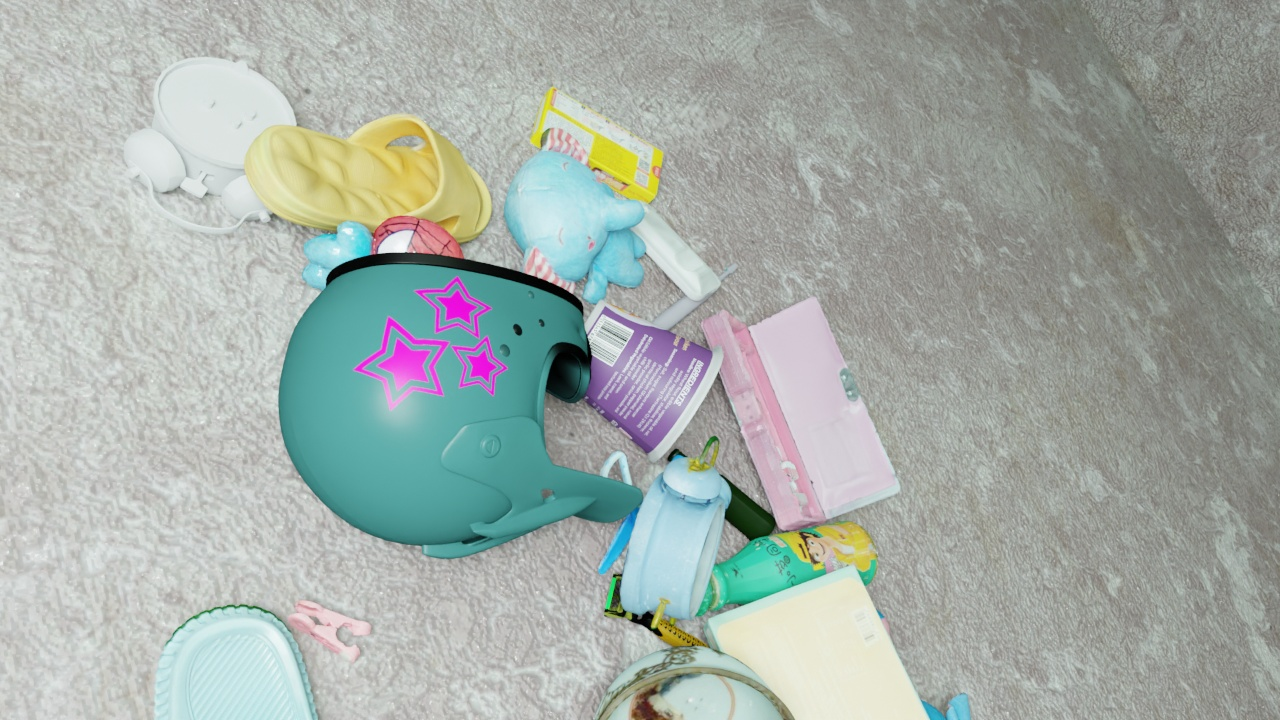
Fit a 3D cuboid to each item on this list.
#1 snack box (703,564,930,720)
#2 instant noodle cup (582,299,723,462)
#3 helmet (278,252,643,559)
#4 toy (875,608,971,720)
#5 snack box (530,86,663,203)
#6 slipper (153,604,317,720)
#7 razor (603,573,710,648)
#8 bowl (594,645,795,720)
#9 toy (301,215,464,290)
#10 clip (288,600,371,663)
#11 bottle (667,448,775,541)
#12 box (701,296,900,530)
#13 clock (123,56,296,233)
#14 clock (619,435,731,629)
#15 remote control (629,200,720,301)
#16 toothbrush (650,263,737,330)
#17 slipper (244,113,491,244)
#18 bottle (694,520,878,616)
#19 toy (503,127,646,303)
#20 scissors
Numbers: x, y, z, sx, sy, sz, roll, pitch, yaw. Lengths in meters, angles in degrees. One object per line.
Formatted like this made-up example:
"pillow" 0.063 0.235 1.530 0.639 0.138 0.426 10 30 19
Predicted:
"snack box" 0.154 0.285 0.762 0.141 0.044 0.193 -17 65 -12
"instant noodle cup" -0.005 0.005 0.852 0.122 0.122 0.136 33 57 -4
"helmet" -0.128 0.046 0.685 0.274 0.177 0.200 11 71 -42
"toy" 0.214 0.315 0.832 0.223 0.099 0.191 -15 69 -30
"snack box" -0.046 -0.237 1.022 0.152 0.025 0.075 26 51 -22
"slipper" -0.230 0.278 0.542 0.115 0.070 0.276 3 61 -39
"razor" 0.030 0.237 0.794 0.144 0.021 0.044 35 35 -14
"bowl" 0.035 0.283 0.704 0.160 0.160 0.094 39 7 -12
"toy" -0.206 -0.075 0.750 0.132 0.092 0.062 1 32 -22
"clip" -0.217 0.191 0.637 0.060 0.023 0.045 16 53 -36
"bottle" 0.076 0.129 0.888 0.123 0.033 0.032 40 47 -10
"box" 0.163 0.045 0.936 0.106 0.116 0.232 20 47 -61
"clock" -0.339 -0.171 0.734 0.119 0.061 0.159 18 53 -28
"clock" 0.032 0.137 0.750 0.060 0.118 0.162 15 82 14
"remote control" 0.032 -0.122 0.999 0.133 0.022 0.050 47 45 10
"toothbrush" 0.060 -0.068 1.004 0.187 0.019 0.018 -39 106 -44
"slipper" -0.205 -0.157 0.783 0.262 0.079 0.099 -7 72 -58
"bottle" 0.124 0.198 0.856 0.209 0.068 0.068 -4 66 -31
"toy" -0.049 -0.131 0.907 0.180 0.115 0.183 24 61 -39
"scissors" -0.005 0.129 0.797 0.123 0.016 0.125 39 77 -30
